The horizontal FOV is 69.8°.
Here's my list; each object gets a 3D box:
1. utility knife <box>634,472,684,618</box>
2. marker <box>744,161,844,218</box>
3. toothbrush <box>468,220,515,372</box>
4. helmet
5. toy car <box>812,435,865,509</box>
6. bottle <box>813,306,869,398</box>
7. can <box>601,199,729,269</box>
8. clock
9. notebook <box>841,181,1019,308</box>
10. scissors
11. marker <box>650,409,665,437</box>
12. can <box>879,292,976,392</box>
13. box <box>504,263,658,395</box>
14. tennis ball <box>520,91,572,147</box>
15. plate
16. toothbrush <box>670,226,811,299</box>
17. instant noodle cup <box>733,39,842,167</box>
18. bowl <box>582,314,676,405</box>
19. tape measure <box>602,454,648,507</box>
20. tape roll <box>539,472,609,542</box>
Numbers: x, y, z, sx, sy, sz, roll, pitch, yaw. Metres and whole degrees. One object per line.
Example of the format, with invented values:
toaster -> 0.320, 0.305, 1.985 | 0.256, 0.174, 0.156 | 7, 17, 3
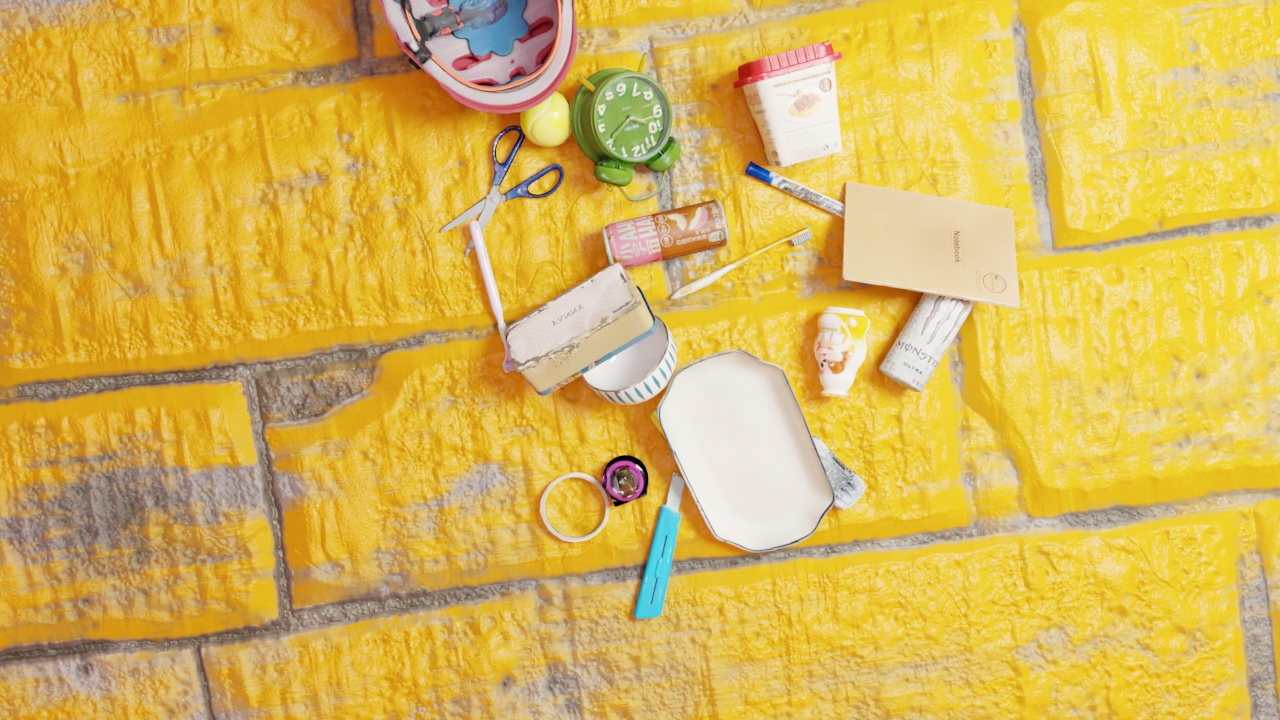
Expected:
utility knife -> 0.027, 0.231, 1.141 | 0.034, 0.018, 0.188 | 12, 92, 0
marker -> 0.196, -0.205, 1.118 | 0.146, 0.017, 0.017 | 24, 93, -1
toothbrush -> -0.179, -0.079, 1.120 | 0.029, 0.021, 0.189 | -18, 96, -23
helmet -> -0.176, -0.401, 1.048 | 0.207, 0.144, 0.240 | -26, 106, 2
toy car -> 0.230, 0.138, 1.130 | 0.105, 0.031, 0.049 | 43, 91, -1
bottle -> 0.240, -0.009, 1.105 | 0.063, 0.063, 0.108 | 6, 93, -1
can -> 0.030, -0.150, 1.100 | 0.147, 0.058, 0.058 | -13, 93, 1
clock -> -0.014, -0.267, 1.077 | 0.116, 0.056, 0.161 | -25, 111, -19
notebook -> 0.343, -0.140, 1.089 | 0.207, 0.008, 0.147 | 10, 60, 0
scissors -> -0.173, -0.211, 1.120 | 0.163, 0.012, 0.160 | -9, 95, 1
marker -> 0.053, 0.111, 1.137 | 0.018, 0.015, 0.124 | -37, 95, 2
can -> 0.349, -0.036, 1.107 | 0.058, 0.058, 0.147 | 31, 93, -2
box -> -0.066, -0.040, 1.079 | 0.184, 0.089, 0.061 | -27, 136, 7
tennis ball -> -0.111, -0.287, 1.089 | 0.065, 0.065, 0.065 | 0, 93, 0
plate -> 0.126, 0.107, 1.096 | 0.162, 0.034, 0.266 | -22, 107, 14
toothbrush -> 0.124, -0.116, 1.124 | 0.191, 0.016, 0.018 | -27, 101, 1
instant noodle cup -> 0.179, -0.297, 1.072 | 0.116, 0.116, 0.124 | -16, 105, 0
bowl -> -0.006, 0.006, 1.094 | 0.116, 0.116, 0.066 | -35, 134, 1
tape measure -> -0.018, 0.146, 1.125 | 0.057, 0.039, 0.058 | -19, 93, 1
tape roll -> -0.081, 0.182, 1.140 | 0.086, 0.014, 0.086 | 0, 93, 0
